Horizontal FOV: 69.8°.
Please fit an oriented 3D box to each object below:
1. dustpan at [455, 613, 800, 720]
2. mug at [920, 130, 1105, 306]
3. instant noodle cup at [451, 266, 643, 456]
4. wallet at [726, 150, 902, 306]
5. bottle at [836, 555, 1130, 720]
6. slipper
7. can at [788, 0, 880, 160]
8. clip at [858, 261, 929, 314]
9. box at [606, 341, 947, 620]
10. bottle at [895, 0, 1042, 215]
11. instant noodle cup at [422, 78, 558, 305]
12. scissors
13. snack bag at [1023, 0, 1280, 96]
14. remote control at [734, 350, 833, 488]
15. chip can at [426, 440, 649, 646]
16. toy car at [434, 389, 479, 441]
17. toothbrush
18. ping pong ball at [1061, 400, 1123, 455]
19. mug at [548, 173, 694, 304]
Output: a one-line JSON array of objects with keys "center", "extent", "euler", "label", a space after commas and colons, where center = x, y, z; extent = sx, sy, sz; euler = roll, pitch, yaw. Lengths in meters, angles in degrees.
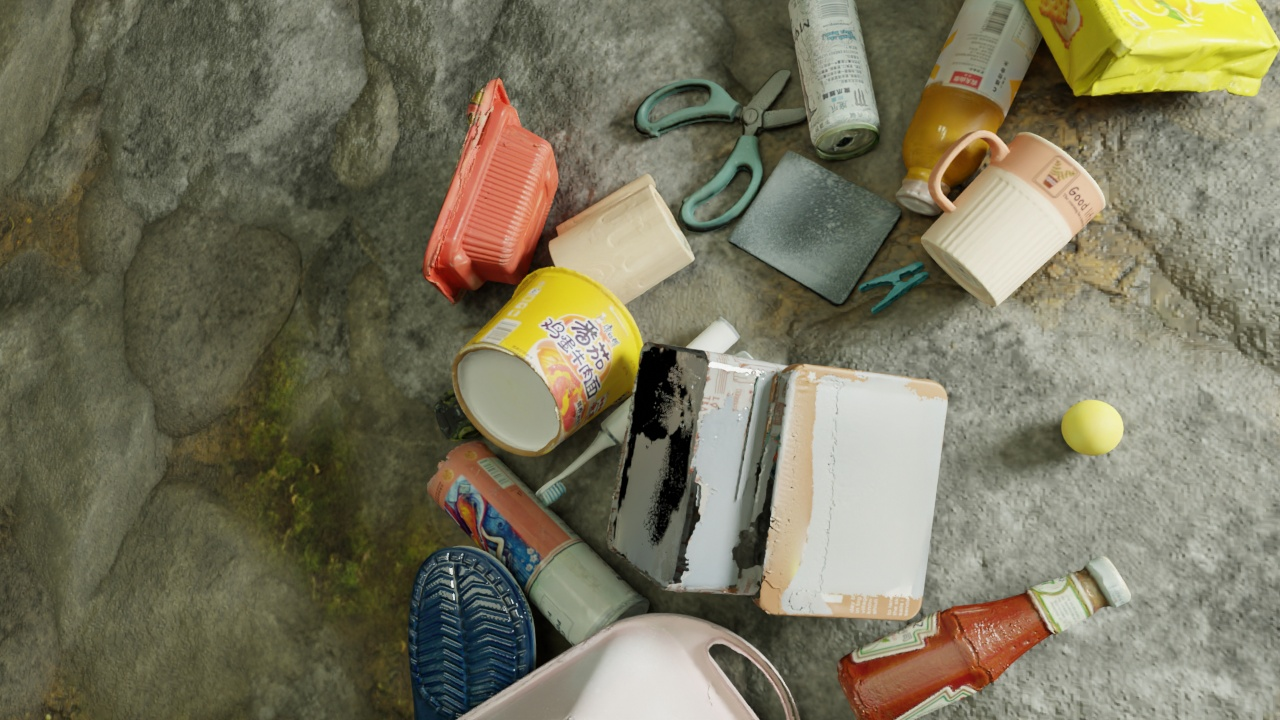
[{"center": [-0.013, 0.324, 0.713], "extent": [0.274, 0.138, 0.222], "euler": [-34, 92, 36], "label": "dustpan"}, {"center": [0.268, -0.115, 0.693], "extent": [0.114, 0.081, 0.106], "euler": [42, 98, -11], "label": "mug"}, {"center": [-0.081, 0.007, 0.765], "extent": [0.138, 0.109, 0.138], "euler": [18, 129, 23], "label": "instant noodle cup"}, {"center": [0.148, -0.114, 0.788], "extent": [0.121, 0.019, 0.097], "euler": [34, 94, 24], "label": "wallet"}, {"center": [0.242, 0.199, 0.653], "extent": [0.206, 0.059, 0.059], "euler": [-30, 68, 13], "label": "bottle"}, {"center": [-0.134, 0.276, 0.774], "extent": [0.105, 0.095, 0.253], "euler": [3, 96, 8], "label": "slipper"}, {"center": [0.166, -0.251, 0.789], "extent": [0.058, 0.058, 0.146], "euler": [-12, 74, 19], "label": "can"}, {"center": [0.209, -0.063, 0.752], "extent": [0.056, 0.013, 0.039], "euler": [-30, 69, 12], "label": "clip"}, {"center": [0.095, 0.086, 0.709], "extent": [0.208, 0.158, 0.180], "euler": [7, 90, -17], "label": "box"}, {"center": [0.260, -0.208, 0.736], "extent": [0.068, 0.068, 0.189], "euler": [24, 87, 25], "label": "bottle"}, {"center": [-0.132, -0.140, 0.840], "extent": [0.079, 0.164, 0.188], "euler": [20, 85, 1], "label": "instant noodle cup"}, {"center": [0.061, -0.209, 0.844], "extent": [0.181, 0.019, 0.170], "euler": [35, 94, 26], "label": "scissors"}, {"center": [0.352, -0.298, 0.689], "extent": [0.157, 0.068, 0.246], "euler": [-8, 69, -20], "label": "snack bag"}, {"center": [0.108, 0.055, 0.761], "extent": [0.056, 0.019, 0.135], "euler": [-43, 66, 8], "label": "remote control"}, {"center": [-0.092, 0.160, 0.789], "extent": [0.215, 0.071, 0.071], "euler": [40, 94, 25], "label": "chip can"}, {"center": [-0.141, 0.038, 0.860], "extent": [0.105, 0.032, 0.048], "euler": [-30, 68, 1], "label": "toy car"}, {"center": [-0.005, 0.045, 0.787], "extent": [0.221, 0.027, 0.026], "euler": [-42, 76, -2], "label": "toothbrush"}, {"center": [0.326, 0.049, 0.663], "extent": [0.040, 0.040, 0.040], "euler": [-5, 76, 21], "label": "ping pong ball"}, {"center": [-0.020, -0.109, 0.827], "extent": [0.104, 0.084, 0.124], "euler": [-30, 42, 11], "label": "mug"}]
